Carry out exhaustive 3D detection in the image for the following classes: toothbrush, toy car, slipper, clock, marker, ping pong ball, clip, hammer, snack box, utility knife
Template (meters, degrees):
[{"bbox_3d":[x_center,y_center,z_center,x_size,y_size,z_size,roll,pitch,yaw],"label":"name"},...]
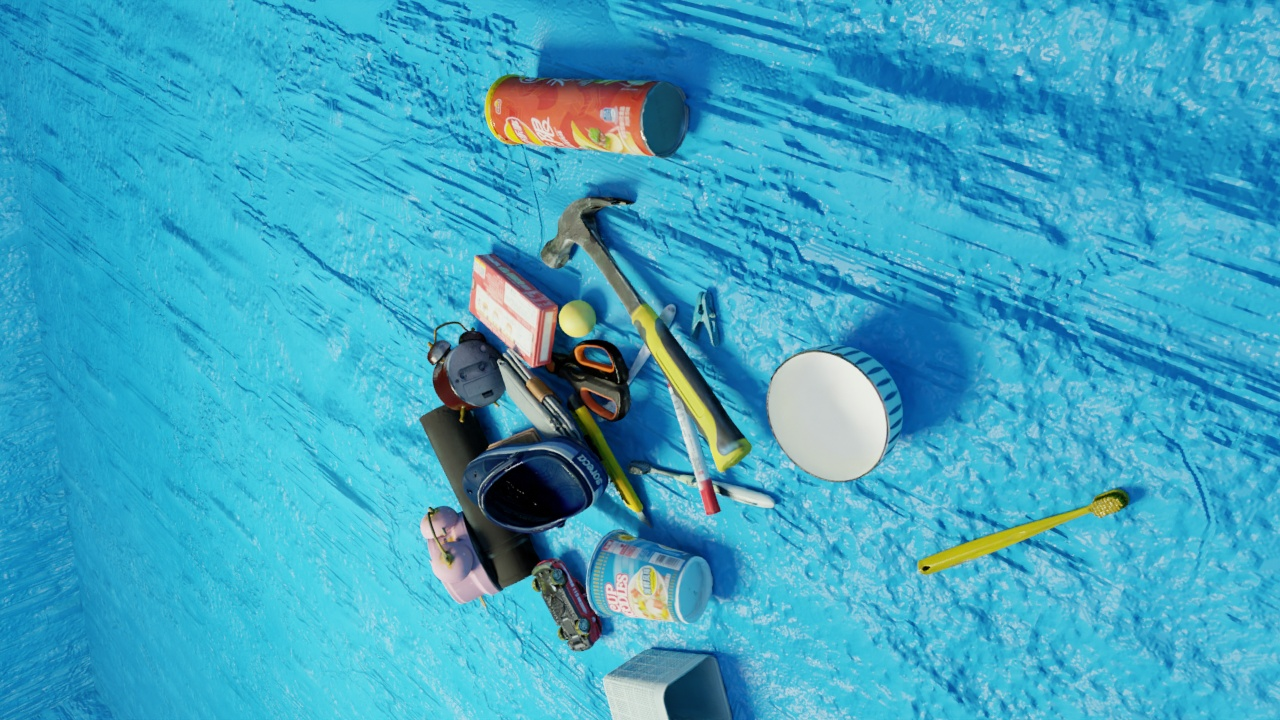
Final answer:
[{"bbox_3d":[0.058,0.129,0.958,0.192,0.018,0.016,10,111,41],"label":"toothbrush"},{"bbox_3d":[-0.090,0.300,1.135,0.053,0.045,0.120,-30,88,42],"label":"toy car"},{"bbox_3d":[-0.129,0.151,1.032,0.253,0.095,0.105,-18,106,52],"label":"slipper"},{"bbox_3d":[-0.235,0.249,1.185,0.117,0.060,0.159,61,174,40],"label":"clock"},{"bbox_3d":[-0.215,0.009,1.126,0.055,0.081,0.122,-21,92,51],"label":"clock"},{"bbox_3d":[0.054,0.086,0.936,0.017,0.017,0.145,-23,80,45],"label":"marker"},{"bbox_3d":[-0.068,-0.046,0.999,0.040,0.040,0.040,16,115,39],"label":"ping pong ball"},{"bbox_3d":[-0.006,0.006,0.976,0.016,0.016,0.181,49,131,20],"label":"toothbrush"},{"bbox_3d":[0.063,-0.041,0.898,0.034,0.013,0.055,9,110,40],"label":"clip"},{"bbox_3d":[0.300,0.142,0.739,0.191,0.016,0.015,-37,78,44],"label":"toothbrush"},{"bbox_3d":[0.010,-0.034,0.920,0.323,0.031,0.126,56,132,20],"label":"hammer"},{"bbox_3d":[-0.149,-0.061,1.060,0.153,0.025,0.075,38,129,42],"label":"snack box"},{"bbox_3d":[-0.036,0.114,1.022,0.176,0.015,0.033,60,157,-7],"label":"utility knife"}]

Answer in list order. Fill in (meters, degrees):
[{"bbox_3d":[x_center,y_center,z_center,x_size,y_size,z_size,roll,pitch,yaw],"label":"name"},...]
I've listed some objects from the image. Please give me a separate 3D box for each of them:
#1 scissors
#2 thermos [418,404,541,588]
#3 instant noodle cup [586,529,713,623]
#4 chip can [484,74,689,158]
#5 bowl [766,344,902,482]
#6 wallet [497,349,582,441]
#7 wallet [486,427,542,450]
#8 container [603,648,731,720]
[{"bbox_3d":[-0.088,-0.009,1.034,0.235,0.021,0.140,39,134,34],"label":"scissors"},{"bbox_3d":[-0.208,0.173,1.190,0.242,0.068,0.090,65,156,4],"label":"thermos"},{"bbox_3d":[0.014,0.238,0.992,0.110,0.099,0.099,2,106,35],"label":"instant noodle cup"},{"bbox_3d":[-0.057,-0.241,0.900,0.217,0.073,0.073,16,115,37],"label":"chip can"},{"bbox_3d":[0.174,0.039,0.786,0.117,0.066,0.116,17,117,38],"label":"bowl"},{"bbox_3d":[-0.110,0.053,1.056,0.129,0.037,0.107,46,162,22],"label":"wallet"},{"bbox_3d":[-0.132,0.143,1.125,0.101,0.020,0.115,-25,100,44],"label":"wallet"},{"bbox_3d":[0.026,0.380,1.028,0.112,0.089,0.090,-9,98,47],"label":"container"}]
